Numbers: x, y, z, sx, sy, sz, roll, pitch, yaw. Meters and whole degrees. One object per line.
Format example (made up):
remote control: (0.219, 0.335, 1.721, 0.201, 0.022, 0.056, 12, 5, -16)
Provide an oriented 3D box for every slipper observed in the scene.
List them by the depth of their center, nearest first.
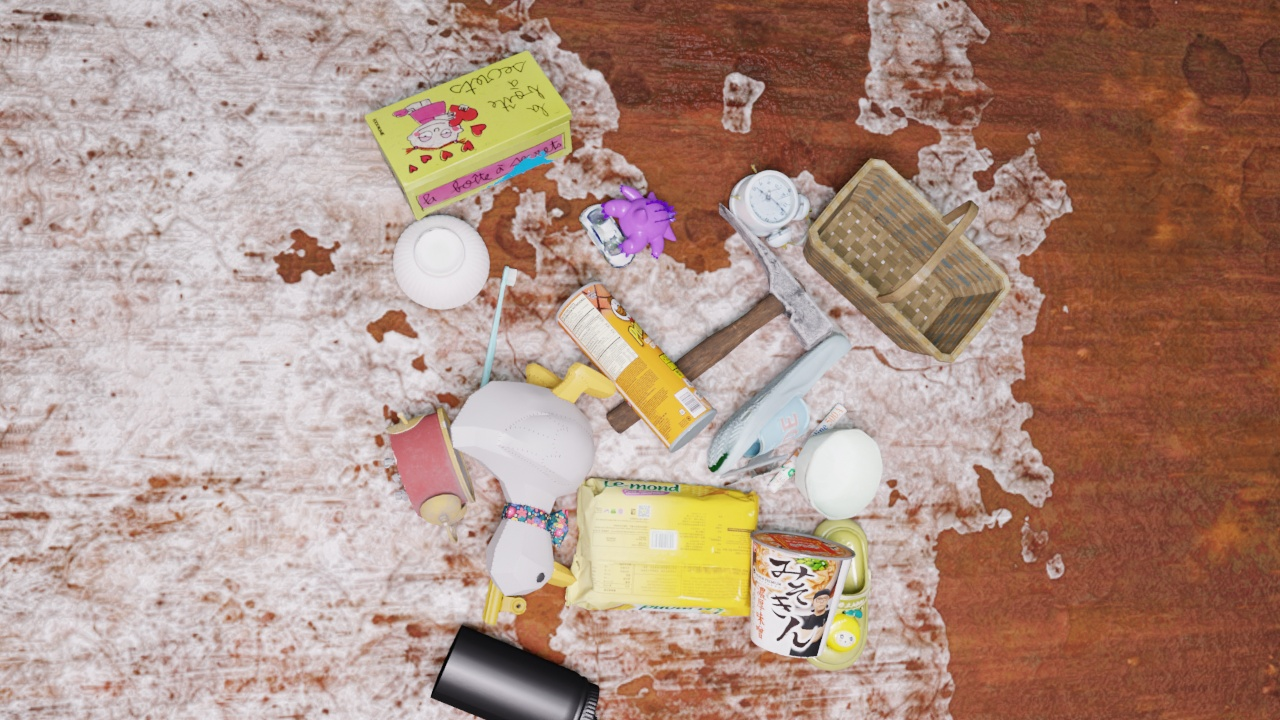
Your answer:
slipper: (0.254, 0.292, 1.145, 0.091, 0.082, 0.190, 9, 79, -11)
slipper: (0.183, 0.060, 1.150, 0.245, 0.104, 0.074, -41, 88, -16)

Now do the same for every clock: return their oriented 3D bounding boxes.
clock: (-0.243, 0.137, 1.057, 0.081, 0.117, 0.158, -19, 80, -8)
clock: (0.173, -0.197, 1.200, 0.117, 0.057, 0.083, 36, 79, -11)

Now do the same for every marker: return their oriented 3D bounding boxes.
marker: (0.216, 0.114, 1.190, 0.017, 0.017, 0.145, 44, 78, -3)

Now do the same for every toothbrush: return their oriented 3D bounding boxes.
toothbrush: (-0.180, -0.030, 1.140, 0.016, 0.016, 0.180, 14, 81, -17)

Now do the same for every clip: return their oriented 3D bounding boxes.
clip: (-0.162, 0.291, 1.099, 0.049, 0.044, 0.054, 8, 79, 16)
clip: (0.152, 0.128, 1.160, 0.056, 0.102, 0.046, -30, 97, -55)

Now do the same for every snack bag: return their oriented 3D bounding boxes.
snack bag: (0.036, 0.229, 1.120, 0.247, 0.068, 0.159, 5, 82, -10)

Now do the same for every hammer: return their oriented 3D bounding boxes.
hammer: (0.061, -0.037, 1.163, 0.300, 0.037, 0.217, -36, 76, -4)

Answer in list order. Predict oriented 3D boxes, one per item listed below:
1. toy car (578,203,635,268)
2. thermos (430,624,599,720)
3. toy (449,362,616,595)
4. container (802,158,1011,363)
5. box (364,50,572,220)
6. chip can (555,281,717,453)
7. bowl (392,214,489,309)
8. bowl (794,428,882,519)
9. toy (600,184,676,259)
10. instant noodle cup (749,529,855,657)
toy car: (-0.041, -0.159, 1.173, 0.038, 0.027, 0.090, -36, 91, -14)
thermos: (-0.133, 0.385, 1.063, 0.198, 0.086, 0.086, 25, 80, -6)
toy: (-0.128, 0.125, 1.043, 0.246, 0.141, 0.267, 44, 56, -42)
container: (0.340, -0.125, 1.153, 0.250, 0.186, 0.157, 42, 78, -3)
box: (-0.203, -0.276, 1.116, 0.220, 0.082, 0.124, -26, 68, -10)
chip can: (-0.007, 0.006, 1.102, 0.075, 0.075, 0.215, -39, 76, -12)
bowl: (-0.243, -0.125, 1.116, 0.118, 0.062, 0.118, 1, 83, -10)
bowl: (0.241, 0.138, 1.162, 0.117, 0.061, 0.117, -5, 101, -26)
toy: (0.007, -0.179, 1.163, 0.087, 0.056, 0.106, -20, 82, -51)
instant noodle cup: (0.181, 0.275, 1.079, 0.123, 0.123, 0.122, 8, 92, -9)
